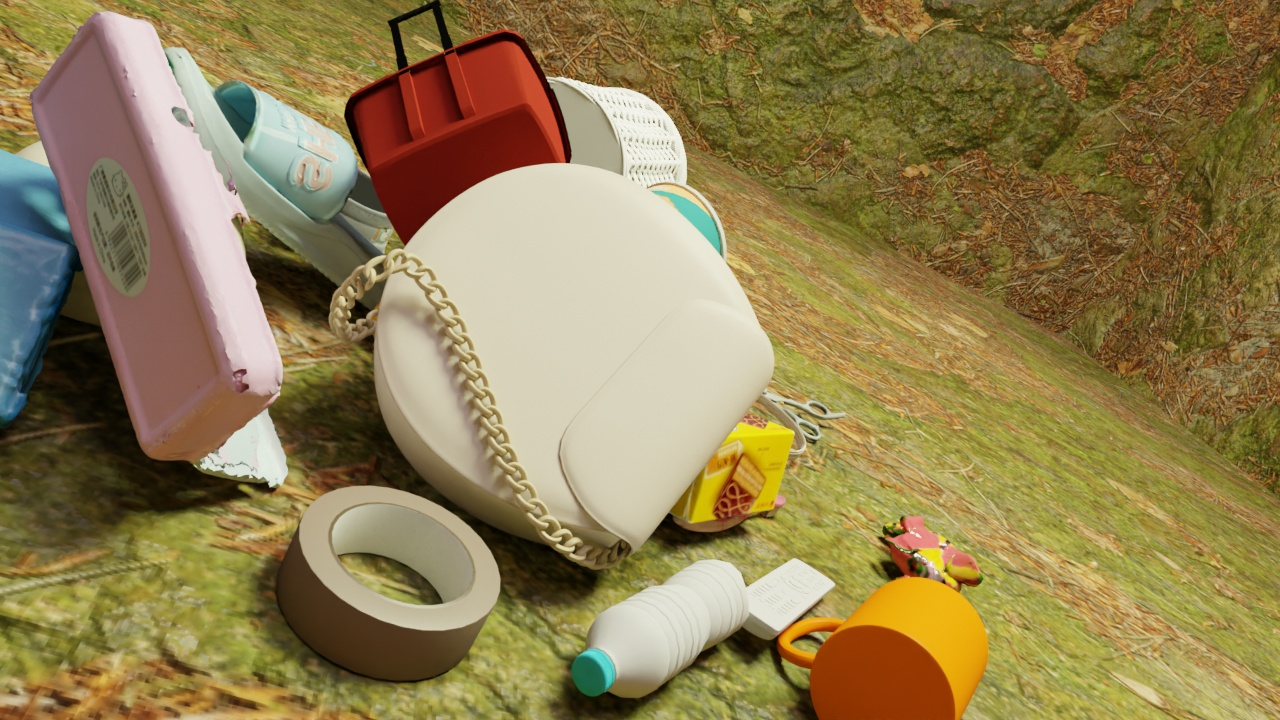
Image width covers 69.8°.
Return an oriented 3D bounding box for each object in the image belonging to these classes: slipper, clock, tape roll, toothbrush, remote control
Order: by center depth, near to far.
[{"bbox_3d":[-0.112,0.098,0.415,0.093,0.030,0.093,26,20,-10],"label":"tape roll"},{"bbox_3d":[0.091,0.149,0.580,0.033,0.012,0.130,30,12,23],"label":"remote control"},{"bbox_3d":[-0.221,-0.118,0.614,0.104,0.074,0.245,45,-5,38],"label":"slipper"},{"bbox_3d":[0.065,0.110,0.661,0.134,0.016,0.021,1,33,-49],"label":"toothbrush"},{"bbox_3d":[-0.249,-0.124,0.737,0.104,0.056,0.147,38,14,-3],"label":"clock"}]

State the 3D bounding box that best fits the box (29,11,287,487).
[{"bbox_3d":[-0.207,-0.046,0.432,0.101,0.111,0.201,6,53,-62],"label":"box"}]

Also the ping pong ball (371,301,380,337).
[{"bbox_3d":[-0.166,-0.025,0.633,0.040,0.040,0.040,26,20,-10],"label":"ping pong ball"}]

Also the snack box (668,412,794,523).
[{"bbox_3d":[0.041,0.065,0.639,0.084,0.061,0.105,22,12,38],"label":"snack box"}]

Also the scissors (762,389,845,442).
[{"bbox_3d":[0.136,0.035,0.942,0.153,0.014,0.130,40,31,22],"label":"scissors"}]

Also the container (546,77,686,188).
[{"bbox_3d":[-0.066,-0.208,1.008,0.189,0.190,0.186,33,21,11],"label":"container"}]

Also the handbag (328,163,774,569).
[{"bbox_3d":[-0.041,-0.009,0.528,0.208,0.104,0.210,41,63,2],"label":"handbag"}]

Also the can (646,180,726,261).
[{"bbox_3d":[-0.017,-0.071,0.694,0.099,0.099,0.143,38,43,24],"label":"can"}]

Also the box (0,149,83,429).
[{"bbox_3d":[-0.359,-0.073,0.380,0.231,0.060,0.175,19,44,-25],"label":"box"}]

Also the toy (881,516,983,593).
[{"bbox_3d":[0.230,0.157,0.734,0.084,0.046,0.103,16,14,3],"label":"toy"}]

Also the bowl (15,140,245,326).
[{"bbox_3d":[-0.303,-0.087,0.542,0.150,0.075,0.150,25,20,-10],"label":"bowl"}]

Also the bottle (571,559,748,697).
[{"bbox_3d":[0.011,0.138,0.469,0.044,0.044,0.136,38,21,23],"label":"bottle"}]

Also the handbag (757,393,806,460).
[{"bbox_3d":[0.072,0.019,0.840,0.198,0.062,0.175,41,23,15],"label":"handbag"}]

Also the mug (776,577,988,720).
[{"bbox_3d":[0.134,0.172,0.530,0.113,0.077,0.095,7,7,30],"label":"mug"}]

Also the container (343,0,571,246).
[{"bbox_3d":[-0.130,-0.166,0.663,0.200,0.148,0.127,-113,180,-52],"label":"container"}]
